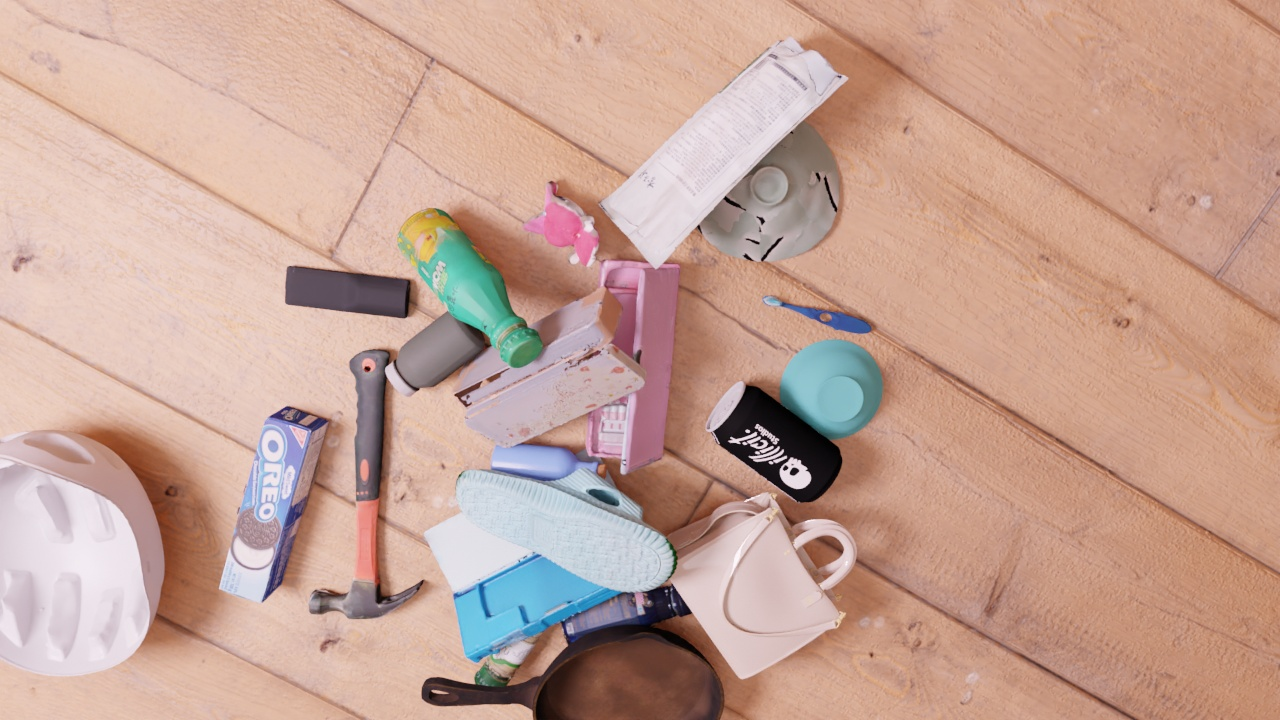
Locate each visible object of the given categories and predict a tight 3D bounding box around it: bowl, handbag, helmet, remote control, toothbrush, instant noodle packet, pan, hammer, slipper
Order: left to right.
[{"bbox_3d":[-0.649,0.215,1.021,0.224,0.183,0.282,-16,94,8],"label":"helmet"},{"bbox_3d":[-0.335,-0.077,1.046,0.140,0.021,0.045,7,100,0],"label":"remote control"},{"bbox_3d":[-0.324,0.150,1.089,0.133,0.033,0.333,4,101,1],"label":"hammer"},{"bbox_3d":[-0.081,0.177,1.026,0.276,0.069,0.116,17,124,19],"label":"slipper"},{"bbox_3d":[-0.078,0.394,1.094,0.356,0.043,0.249,7,119,-9],"label":"pan"},{"bbox_3d":[0.084,-0.222,0.972,0.269,0.147,0.057,-44,133,7],"label":"instant noodle packet"},{"bbox_3d":[0.138,-0.190,1.002,0.174,0.068,0.174,0,100,1],"label":"bowl"},{"bbox_3d":[0.154,0.244,1.063,0.198,0.101,0.194,-30,103,13],"label":"handbag"},{"bbox_3d":[0.204,-0.052,1.056,0.132,0.016,0.021,16,103,-3],"label":"toothbrush"},{"bbox_3d":[0.225,0.040,1.059,0.121,0.046,0.121,0,102,0],"label":"bowl"}]

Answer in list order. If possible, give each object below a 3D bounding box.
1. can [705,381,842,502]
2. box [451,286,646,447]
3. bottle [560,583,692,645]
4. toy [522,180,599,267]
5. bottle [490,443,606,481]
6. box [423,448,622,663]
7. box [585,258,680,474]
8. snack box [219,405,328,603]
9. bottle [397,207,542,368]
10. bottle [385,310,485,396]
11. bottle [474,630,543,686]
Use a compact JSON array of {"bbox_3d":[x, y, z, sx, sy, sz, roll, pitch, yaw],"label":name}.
[{"bbox_3d":[0.154,0.094,1.053,0.146,0.080,0.080,36,99,-7],"label":"can"},{"bbox_3d":[-0.104,0.004,1.001,0.217,0.107,0.094,-26,145,29],"label":"box"},{"bbox_3d":[-0.015,0.304,1.107,0.161,0.056,0.056,-15,101,2],"label":"bottle"},{"bbox_3d":[-0.077,-0.147,1.020,0.102,0.050,0.066,43,121,20],"label":"toy"},{"bbox_3d":[-0.104,0.124,1.064,0.131,0.048,0.048,4,101,8],"label":"bottle"},{"bbox_3d":[-0.120,0.232,1.099,0.243,0.063,0.174,-27,71,5],"label":"box"},{"bbox_3d":[-0.003,0.007,1.021,0.099,0.098,0.233,5,101,-9],"label":"box"},{"bbox_3d":[-0.430,0.170,1.078,0.059,0.059,0.226,20,101,0],"label":"snack box"},{"bbox_3d":[-0.178,-0.075,0.971,0.068,0.068,0.209,-46,64,8],"label":"bottle"},{"bbox_3d":[-0.233,-0.007,1.041,0.108,0.060,0.060,-36,99,7],"label":"bottle"},{"bbox_3d":[-0.159,0.359,1.126,0.042,0.042,0.110,33,99,-7],"label":"bottle"}]
